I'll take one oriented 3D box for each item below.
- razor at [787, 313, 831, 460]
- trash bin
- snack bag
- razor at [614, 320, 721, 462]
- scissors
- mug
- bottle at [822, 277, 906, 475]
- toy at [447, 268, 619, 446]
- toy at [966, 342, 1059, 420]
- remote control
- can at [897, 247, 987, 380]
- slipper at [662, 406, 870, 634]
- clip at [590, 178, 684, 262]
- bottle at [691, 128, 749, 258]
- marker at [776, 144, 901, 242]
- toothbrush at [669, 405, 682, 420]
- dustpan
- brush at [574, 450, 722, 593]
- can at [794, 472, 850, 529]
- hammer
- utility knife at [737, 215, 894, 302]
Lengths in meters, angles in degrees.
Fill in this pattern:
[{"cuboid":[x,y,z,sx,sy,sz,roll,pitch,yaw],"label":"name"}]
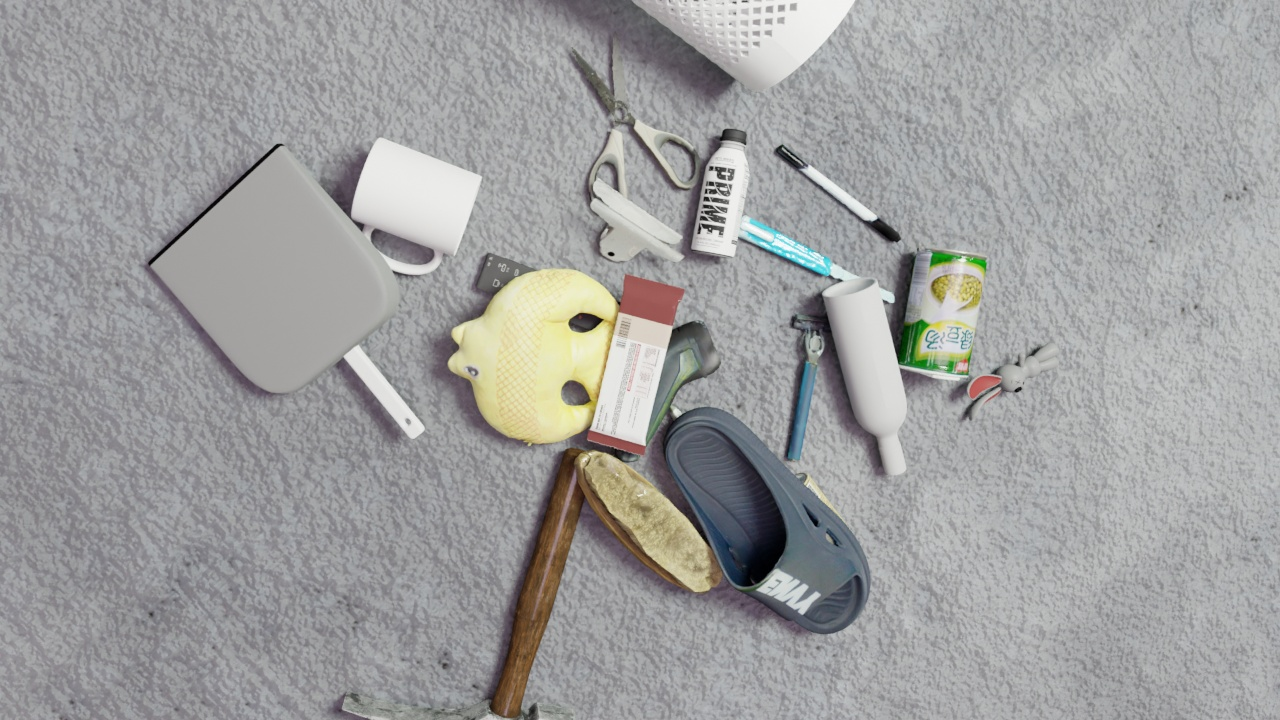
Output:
[{"cuboid":[0.161,0.028,0.896,0.042,0.022,0.144,6,97,-9],"label":"razor"},{"cuboid":[0.067,-0.341,0.759,0.199,0.195,0.195,37,90,-22],"label":"trash bin"},{"cuboid":[-0.005,0.005,0.827,0.057,0.013,0.158,15,102,10],"label":"snack bag"},{"cuboid":[0.024,0.031,0.858,0.067,0.054,0.151,26,98,-3],"label":"razor"},{"cuboid":[-0.009,-0.207,0.841,0.166,0.012,0.157,20,93,-12],"label":"scissors"},{"cuboid":[-0.198,-0.125,0.797,0.090,0.073,0.111,20,119,-11],"label":"mug"},{"cuboid":[0.225,0.020,0.887,0.052,0.052,0.195,-20,106,-7],"label":"bottle"},{"cuboid":[-0.094,-0.001,0.826,0.154,0.064,0.171,5,110,-20],"label":"toy"},{"cuboid":[0.373,0.018,0.925,0.111,0.030,0.049,-28,129,-7],"label":"toy"},{"cuboid":[-0.075,-0.058,0.849,0.150,0.013,0.034,20,94,-11],"label":"remote control"},{"cuboid":[0.290,-0.045,0.884,0.067,0.067,0.121,7,96,-10],"label":"can"},{"cuboid":[0.118,0.162,0.857,0.111,0.083,0.268,-35,100,25],"label":"slipper"},{"cuboid":[-0.010,-0.119,0.840,0.102,0.052,0.057,31,74,-23],"label":"clip"},{"cuboid":[0.077,-0.155,0.848,0.041,0.041,0.116,9,96,-11],"label":"bottle"},{"cuboid":[0.192,-0.159,0.882,0.152,0.011,0.011,34,91,-12],"label":"marker"},{"cuboid":[0.089,0.113,0.899,0.017,0.016,0.189,-43,102,-14],"label":"toothbrush"},{"cuboid":[-0.277,-0.032,0.792,0.163,0.033,0.257,-36,96,14],"label":"dustpan"},{"cuboid":[0.009,0.154,0.863,0.059,0.043,0.195,-49,113,-19],"label":"brush"},{"cuboid":[0.172,0.152,0.905,0.038,0.038,0.079,-39,102,-3],"label":"can"},{"cuboid":[-0.134,0.218,0.865,0.217,0.037,0.300,16,94,-11],"label":"hammer"},{"cuboid":[0.169,-0.092,0.884,0.179,0.015,0.022,26,93,-10],"label":"utility knife"}]
